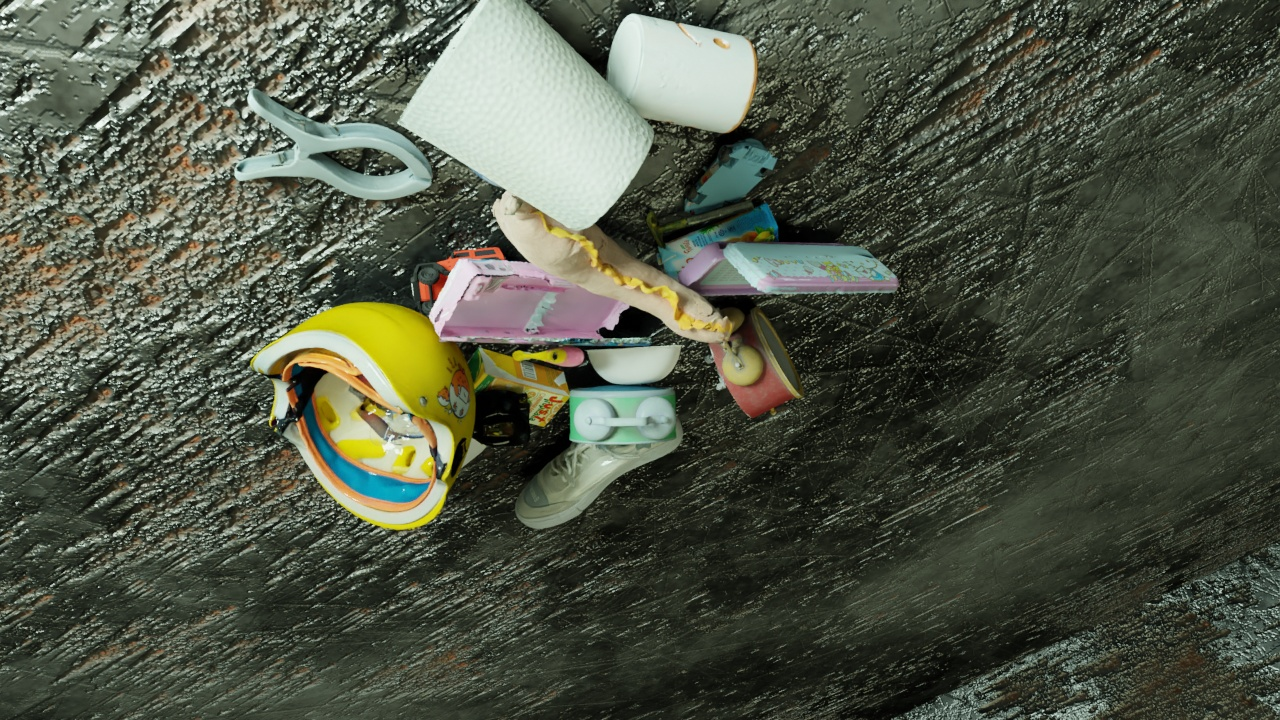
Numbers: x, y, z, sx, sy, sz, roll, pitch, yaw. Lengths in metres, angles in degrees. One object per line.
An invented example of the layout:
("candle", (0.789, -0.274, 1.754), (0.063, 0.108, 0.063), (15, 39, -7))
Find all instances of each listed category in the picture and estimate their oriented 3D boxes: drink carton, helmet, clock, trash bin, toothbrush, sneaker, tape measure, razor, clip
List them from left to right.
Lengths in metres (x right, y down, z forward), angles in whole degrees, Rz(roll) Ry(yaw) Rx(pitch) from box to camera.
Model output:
("clip", (-0.256, -0.183, 0.778), (0.162, 0.027, 0.091), (0, 135, -23))
("helmet", (-0.252, 0.041, 0.923), (0.209, 0.139, 0.240), (13, 133, 18))
("tape measure", (-0.157, 0.065, 1.022), (0.072, 0.042, 0.072), (-5, 142, -12))
("drink carton", (-0.144, 0.033, 1.055), (0.122, 0.041, 0.058), (17, 128, -36))
("trash bin", (-0.083, -0.190, 0.717), (0.161, 0.133, 0.134), (35, 119, -22))
("toothbrush", (-0.098, -0.005, 0.991), (0.016, 0.021, 0.136), (2, 180, -39))
("sneaker", (-0.067, 0.120, 1.157), (0.242, 0.089, 0.091), (-32, 135, 6))
("clock", (-0.019, 0.066, 1.026), (0.122, 0.075, 0.161), (-1, -179, -4))
("razor", (0.062, -0.144, 0.928), (0.106, 0.026, 0.042), (-14, 152, 11))
("drink carton", (0.081, -0.122, 0.964), (0.129, 0.038, 0.044), (-21, 160, 3))
("clock", (0.119, 0.001, 1.064), (0.081, 0.117, 0.159), (-28, 143, 16))

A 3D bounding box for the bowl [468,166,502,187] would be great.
("bowl", (-0.105, -0.192, 0.810), (0.114, 0.045, 0.114), (-11, 140, -10))

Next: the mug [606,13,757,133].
("mug", (0.034, -0.242, 0.779), (0.105, 0.082, 0.082), (3, 135, -23))

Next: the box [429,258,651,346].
("box", (-0.085, -0.038, 0.906), (0.229, 0.090, 0.085), (-1, 132, -49))

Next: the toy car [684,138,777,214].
("toy car", (0.085, -0.184, 0.909), (0.060, 0.027, 0.108), (10, 149, -29))

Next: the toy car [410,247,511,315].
("toy car", (-0.175, -0.081, 0.906), (0.100, 0.048, 0.051), (-8, 140, -13))

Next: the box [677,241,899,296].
("box", (0.158, -0.095, 0.957), (0.213, 0.140, 0.062), (-4, 99, -38))

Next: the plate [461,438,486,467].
("plate", (-0.264, 0.113, 1.068), (0.174, 0.036, 0.174), (-6, 152, -3))

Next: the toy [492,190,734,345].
("toy", (-0.020, -0.080, 0.857), (0.264, 0.196, 0.065), (30, 94, -11))

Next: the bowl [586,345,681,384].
("bowl", (-0.006, 0.006, 1.027), (0.110, 0.040, 0.110), (-3, -179, 0))
